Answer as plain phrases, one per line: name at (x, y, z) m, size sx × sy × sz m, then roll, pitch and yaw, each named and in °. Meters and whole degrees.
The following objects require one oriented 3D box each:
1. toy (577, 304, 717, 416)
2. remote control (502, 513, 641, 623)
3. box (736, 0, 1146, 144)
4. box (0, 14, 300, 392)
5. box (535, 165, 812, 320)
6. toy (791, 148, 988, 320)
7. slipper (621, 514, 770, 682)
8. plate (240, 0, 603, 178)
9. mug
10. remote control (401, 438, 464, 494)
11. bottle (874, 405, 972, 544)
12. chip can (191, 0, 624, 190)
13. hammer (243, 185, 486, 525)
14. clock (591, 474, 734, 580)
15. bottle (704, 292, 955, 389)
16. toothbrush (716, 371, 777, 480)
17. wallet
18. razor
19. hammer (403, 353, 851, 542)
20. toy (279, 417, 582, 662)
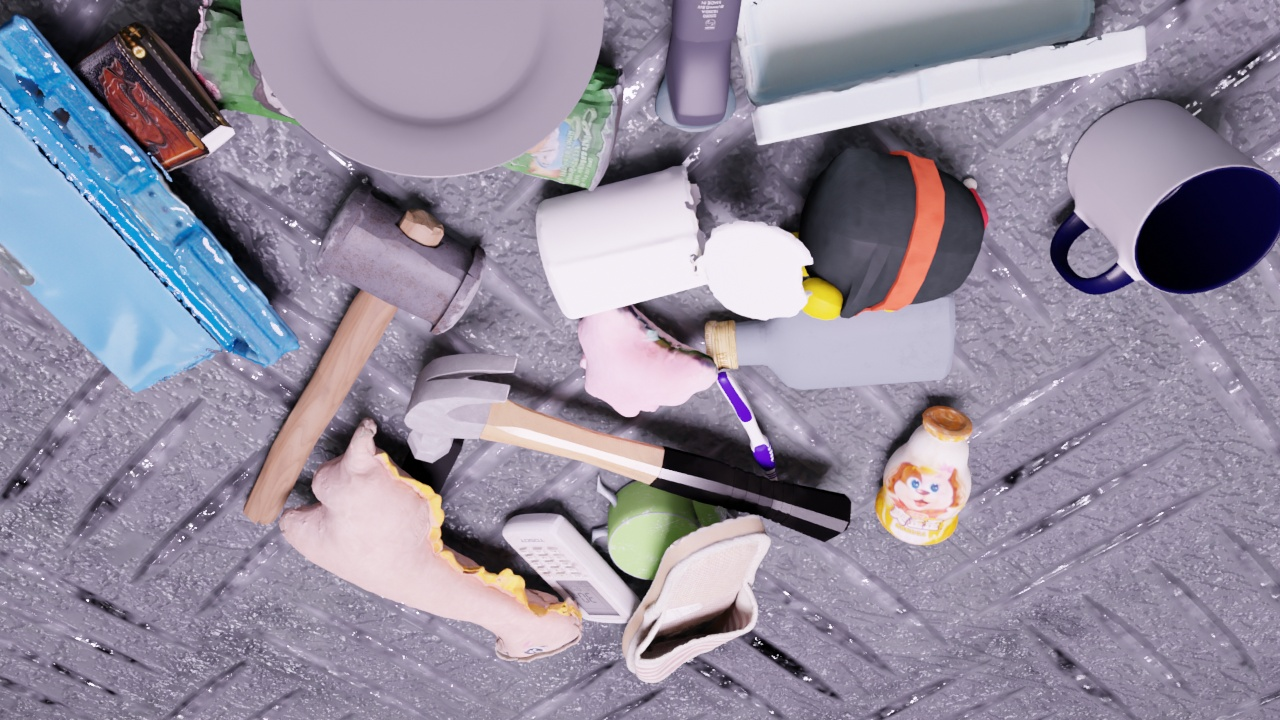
toy at (-0.004, 0.004, 0.632) m, size 0.102 × 0.050 × 0.093 m, roll 35°, pitch 139°, yaw 4°
remote control at (-0.055, 0.175, 0.766) m, size 0.060 × 0.025 × 0.138 m, roll -10°, pitch 130°, yaw 37°
box at (0.153, -0.182, 0.499) m, size 0.199 × 0.085 × 0.096 m, roll -10°, pitch 98°, yaw 5°
box at (-0.334, -0.086, 0.571) m, size 0.173 × 0.066 × 0.232 m, roll -9°, pitch 129°, yaw 29°
box at (0.017, -0.063, 0.548) m, size 0.160 × 0.118 × 0.085 m, roll -15°, pitch 127°, yaw 8°
toy at (0.155, -0.075, 0.552) m, size 0.119 × 0.097 × 0.100 m, roll 8°, pitch 122°, yaw -9°
slipper at (0.043, 0.205, 0.732) m, size 0.115 × 0.052 × 0.264 m, roll -13°, pitch 147°, yaw -19°
plate at (-0.108, -0.181, 0.466) m, size 0.178 × 0.012 × 0.178 m, roll 0°, pitch 88°, yaw -10°
mug at (0.296, -0.087, 0.541) m, size 0.078 × 0.096 × 0.112 m, roll 34°, pitch 119°, yaw -22°
remote control at (-0.183, 0.109, 0.736) m, size 0.034 × 0.013 × 0.150 m, roll 22°, pitch 124°, yaw -14°
bottle at (0.216, 0.086, 0.688) m, size 0.063 × 0.063 × 0.109 m, roll 3°, pitch 126°, yaw -2°
chip can at (-0.121, -0.151, 0.509) m, size 0.223 × 0.075 × 0.076 m, roll 11°, pitch 125°, yaw -8°
hammer at (-0.222, 0.018, 0.653) m, size 0.098 × 0.052 × 0.329 m, roll 28°, pitch 125°, yaw -19°
clock at (0.021, 0.137, 0.738) m, size 0.119 × 0.042 × 0.094 m, roll 3°, pitch 127°, yaw -3°
bottle at (0.125, -0.016, 0.623) m, size 0.161 × 0.046 × 0.072 m, roll -4°, pitch 126°, yaw 7°
toothbrush at (0.090, 0.065, 0.682) m, size 0.016 × 0.015 × 0.187 m, roll -20°, pitch 136°, yaw 10°
wallet at (-0.271, -0.140, 0.504) m, size 0.123 × 0.019 × 0.072 m, roll 4°, pitch 138°, yaw 48°
razor at (0.033, -0.175, 0.478) m, size 0.047 × 0.052 × 0.143 m, roll -3°, pitch 158°, yaw -3°
hammer at (-0.003, 0.072, 0.659) m, size 0.328 × 0.039 × 0.131 m, roll 18°, pitch 149°, yaw -12°
toy at (-0.143, 0.156, 0.718) m, size 0.264 × 0.065 × 0.197 m, roll 29°, pitch 128°, yaw -19°
